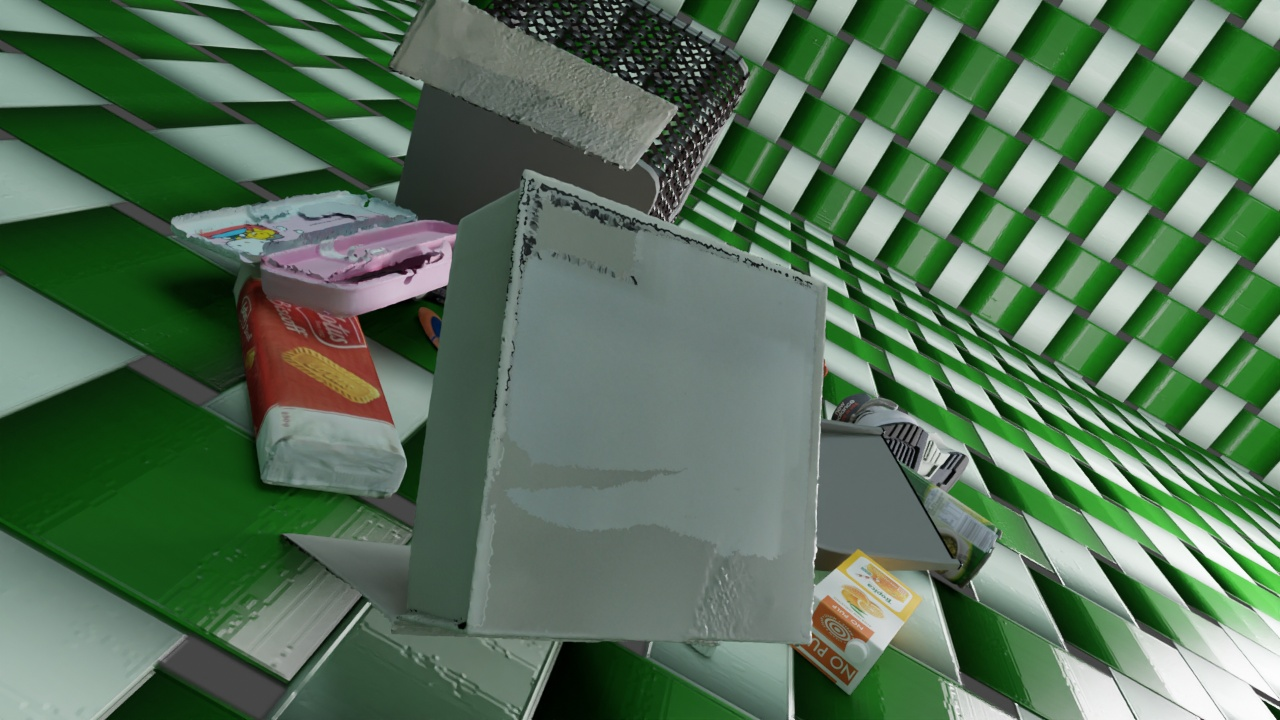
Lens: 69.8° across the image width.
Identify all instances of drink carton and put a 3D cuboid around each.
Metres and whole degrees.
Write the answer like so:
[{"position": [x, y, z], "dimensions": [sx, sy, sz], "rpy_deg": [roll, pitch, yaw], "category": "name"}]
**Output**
[{"position": [0.149, 0.180, 0.642], "dimensions": [0.058, 0.040, 0.122], "rpy_deg": [37, 20, 22], "category": "drink carton"}]

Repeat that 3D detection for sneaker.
[{"position": [0.254, 0.085, 0.994], "dimensions": [0.239, 0.089, 0.124], "rpy_deg": [22, 14, -47], "category": "sneaker"}]

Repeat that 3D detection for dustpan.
[{"position": [0.125, 0.102, 0.763], "dimensions": [0.257, 0.033, 0.163], "rpy_deg": [2, 38, -17], "category": "dustpan"}]

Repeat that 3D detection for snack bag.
[{"position": [-0.208, 0.003, 0.582], "dimensions": [0.077, 0.041, 0.225], "rpy_deg": [13, 26, -34], "category": "snack bag"}]

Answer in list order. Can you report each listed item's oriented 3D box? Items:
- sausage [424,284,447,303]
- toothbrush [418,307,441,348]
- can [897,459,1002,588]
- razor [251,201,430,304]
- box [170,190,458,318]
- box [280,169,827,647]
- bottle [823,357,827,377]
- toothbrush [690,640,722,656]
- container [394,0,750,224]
[{"position": [-0.148, -0.050, 0.837], "dimensions": [0.155, 0.020, 0.020], "rpy_deg": [20, 21, -26], "category": "sausage"}, {"position": [-0.149, -0.006, 0.734], "dimensions": [0.021, 0.017, 0.135], "rpy_deg": [15, 21, -45], "category": "toothbrush"}, {"position": [0.262, 0.148, 0.850], "dimensions": [0.121, 0.067, 0.067], "rpy_deg": [35, 20, 14], "category": "can"}, {"position": [-0.248, -0.094, 0.762], "dimensions": [0.156, 0.057, 0.060], "rpy_deg": [28, 51, -7], "category": "razor"}, {"position": [-0.212, -0.083, 0.669], "dimensions": [0.154, 0.041, 0.200], "rpy_deg": [17, 20, 16], "category": "box"}, {"position": [-0.080, 0.136, 0.446], "dimensions": [0.167, 0.447, 0.164], "rpy_deg": [15, 34, -35], "category": "box"}, {"position": [0.155, 0.004, 1.038], "dimensions": [0.099, 0.099, 0.111], "rpy_deg": [17, 11, -32], "category": "bottle"}, {"position": [-0.029, 0.124, 0.574], "dimensions": [0.187, 0.017, 0.012], "rpy_deg": [33, 16, 16], "category": "toothbrush"}, {"position": [-0.074, -0.204, 0.905], "dimensions": [0.245, 0.248, 0.242], "rpy_deg": [29, 43, -1], "category": "container"}]
